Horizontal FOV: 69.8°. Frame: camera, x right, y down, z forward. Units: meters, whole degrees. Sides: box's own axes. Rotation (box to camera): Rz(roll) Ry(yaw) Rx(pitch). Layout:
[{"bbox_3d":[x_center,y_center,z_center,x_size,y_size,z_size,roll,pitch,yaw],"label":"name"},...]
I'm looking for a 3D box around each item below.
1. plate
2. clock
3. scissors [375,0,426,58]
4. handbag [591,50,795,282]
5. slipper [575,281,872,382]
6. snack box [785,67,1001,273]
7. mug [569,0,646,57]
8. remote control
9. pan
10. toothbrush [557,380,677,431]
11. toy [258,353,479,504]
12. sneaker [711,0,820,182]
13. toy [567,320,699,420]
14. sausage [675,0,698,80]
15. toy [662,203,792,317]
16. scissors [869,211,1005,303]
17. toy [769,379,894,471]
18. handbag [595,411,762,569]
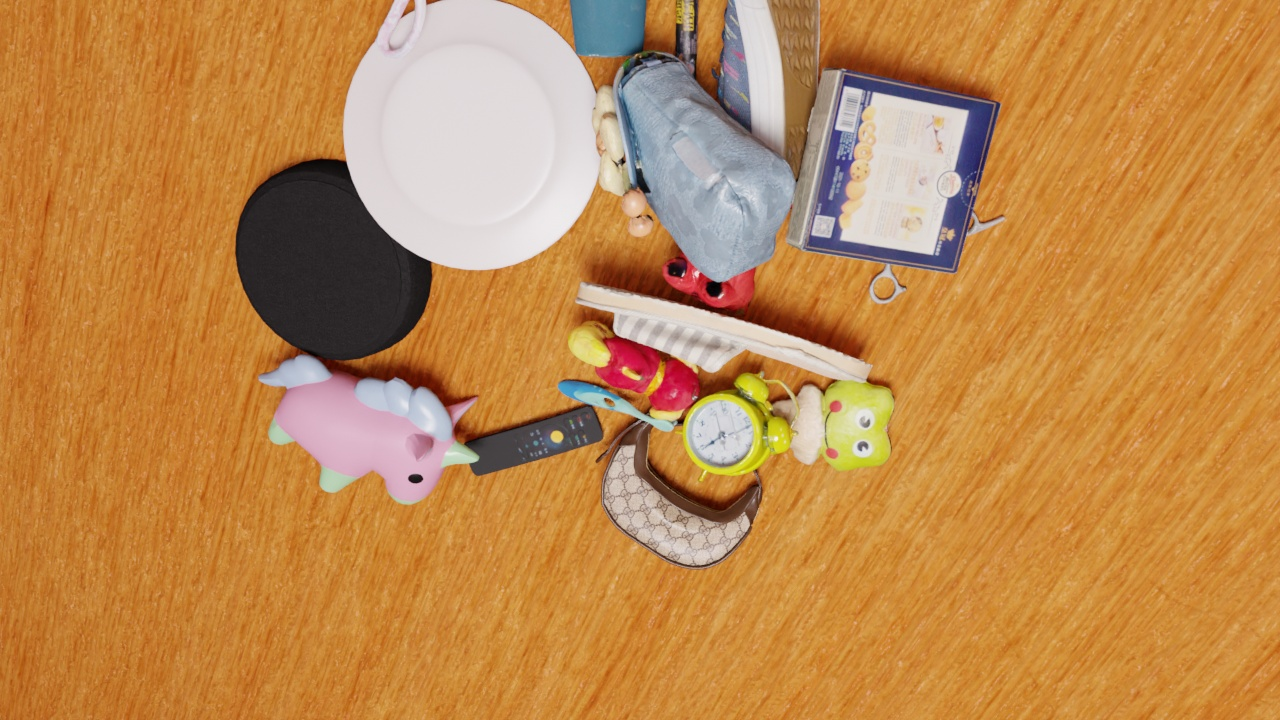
[{"bbox_3d":[-0.155,-0.203,0.835,0.242,0.016,0.242,1,102,5],"label":"plate"},{"bbox_3d":[0.093,0.061,0.859,0.119,0.057,0.083,-32,76,17],"label":"clock"},{"bbox_3d":[-0.195,-0.334,0.786,0.171,0.014,0.169,16,108,29],"label":"scissors"},{"bbox_3d":[0.029,-0.152,0.747,0.192,0.118,0.122,54,157,23],"label":"handbag"},{"bbox_3d":[0.073,-0.018,0.829,0.272,0.114,0.054,15,99,-1],"label":"slipper"},{"bbox_3d":[0.205,-0.153,0.751,0.145,0.042,0.144,7,104,-14],"label":"snack box"},{"bbox_3d":[-0.027,-0.318,0.762,0.078,0.078,0.121,4,116,11],"label":"mug"},{"bbox_3d":[-0.112,0.083,0.954,0.152,0.020,0.041,-16,105,16],"label":"remote control"},{"bbox_3d":[-0.240,-0.111,0.898,0.356,0.044,0.204,-11,107,17],"label":"pan"},{"bbox_3d":[-0.024,0.043,0.908,0.135,0.017,0.022,19,120,26],"label":"toothbrush"},{"bbox_3d":[-0.283,0.060,0.939,0.222,0.119,0.172,43,122,-6],"label":"toy"},{"bbox_3d":[0.098,-0.251,0.766,0.079,0.087,0.236,8,115,40],"label":"sneaker"},{"bbox_3d":[-0.005,0.005,0.860,0.137,0.105,0.067,30,101,-9],"label":"toy"},{"bbox_3d":[0.039,-0.301,0.780,0.020,0.020,0.155,4,111,11],"label":"sausage"},{"bbox_3d":[0.087,-0.102,0.832,0.088,0.094,0.133,40,90,29],"label":"toy"},{"bbox_3d":[0.230,-0.119,0.810,0.175,0.014,0.142,-4,112,12],"label":"scissors"},{"bbox_3d":[0.179,0.060,0.870,0.118,0.043,0.092,3,107,14],"label":"toy"},{"bbox_3d":[0.039,0.124,0.923,0.166,0.063,0.138,33,96,4],"label":"handbag"}]
